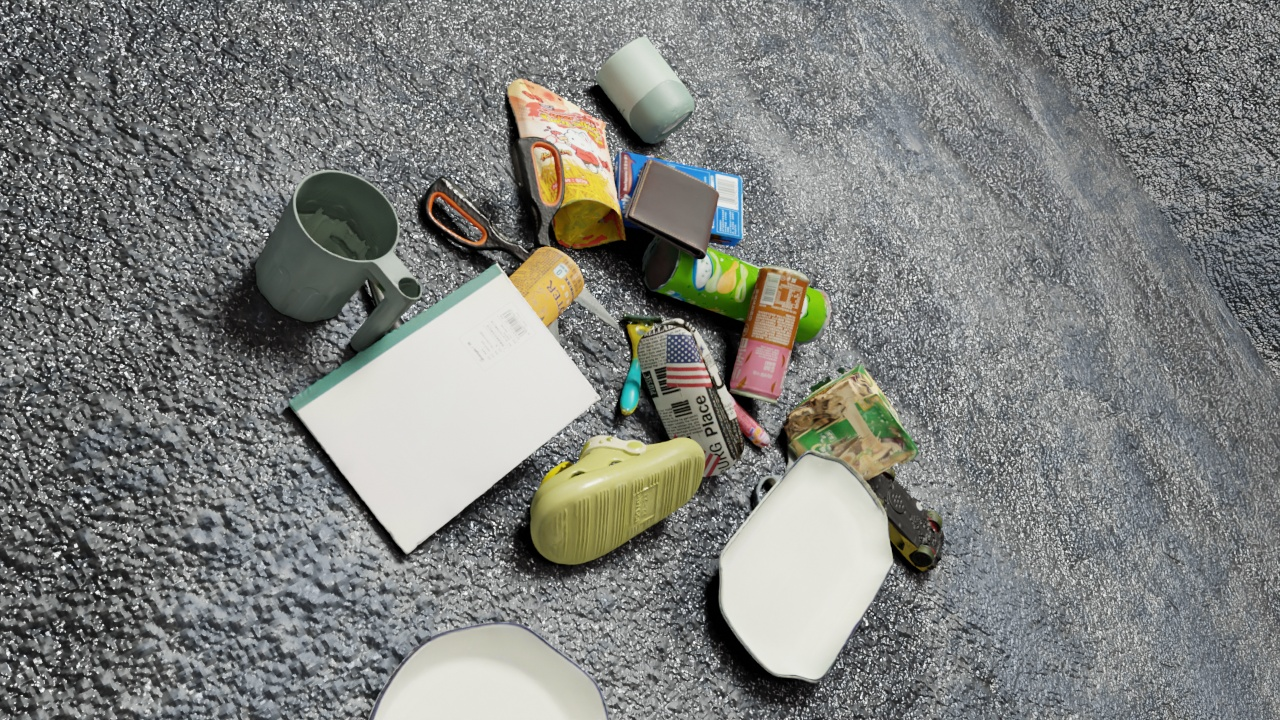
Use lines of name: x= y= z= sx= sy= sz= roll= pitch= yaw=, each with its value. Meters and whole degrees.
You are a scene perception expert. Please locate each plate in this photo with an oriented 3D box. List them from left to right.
plate: x=-0.107 y=0.293 z=0.653 sx=0.204 sy=0.046 sz=0.204 roll=22 pitch=50 yaw=-29
plate: x=0.166 y=0.206 z=0.938 sx=0.162 sy=0.034 sz=0.264 roll=51 pitch=49 yaw=-3

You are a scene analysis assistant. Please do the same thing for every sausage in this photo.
sausage: x=0.091 y=0.043 z=1.008 sx=0.156 sy=0.020 sz=0.020 roll=47 pitch=43 yaw=-6

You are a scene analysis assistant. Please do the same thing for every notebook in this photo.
notebook: x=-0.153 y=0.033 z=0.750 sx=0.208 sy=0.012 sz=0.150 roll=-38 pitch=92 yaw=-25

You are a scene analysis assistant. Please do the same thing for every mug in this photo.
mug: x=-0.240 y=-0.073 z=0.734 sx=0.124 sy=0.104 sz=0.083 roll=51 pitch=42 yaw=-3
mug: x=0.010 y=-0.332 z=1.148 sx=0.106 sy=0.082 sz=0.111 roll=51 pitch=11 yaw=-1

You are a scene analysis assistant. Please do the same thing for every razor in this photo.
razor: x=-0.006 y=0.006 z=0.942 sx=0.043 sy=0.028 sz=0.132 roll=7 pitch=51 yaw=2

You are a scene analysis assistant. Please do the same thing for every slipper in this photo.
slipper: x=-0.027 y=0.114 z=0.825 sx=0.190 sy=0.092 sz=0.081 roll=-17 pitch=36 yaw=-36

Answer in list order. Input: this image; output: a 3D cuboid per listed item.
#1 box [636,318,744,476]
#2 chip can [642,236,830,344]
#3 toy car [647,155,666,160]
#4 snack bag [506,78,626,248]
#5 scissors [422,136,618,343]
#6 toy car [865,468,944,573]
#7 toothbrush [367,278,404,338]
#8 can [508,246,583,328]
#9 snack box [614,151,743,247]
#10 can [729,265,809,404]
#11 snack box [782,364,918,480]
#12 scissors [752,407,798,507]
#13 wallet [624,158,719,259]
box: x=0.049 y=0.041 z=0.915 sx=0.079 sy=0.074 sz=0.163 roll=-28 pitch=102 yaw=-41
chip can: x=0.115 y=-0.082 z=1.073 sx=0.235 sy=0.072 sz=0.072 roll=17 pitch=53 yaw=-32
toy car: x=0.046 y=-0.201 z=1.115 sx=0.122 sy=0.037 sz=0.056 roll=28 pitch=63 yaw=-12
snack bag: x=-0.077 y=-0.221 z=1.013 sx=0.128 sy=0.073 sz=0.207 roll=14 pitch=48 yaw=-34
scissors: x=-0.115 y=-0.114 z=0.901 sx=0.223 sy=0.022 sz=0.220 roll=9 pitch=83 yaw=-14
toy car: x=0.304 y=0.182 z=1.084 sx=0.156 sy=0.041 sz=0.071 roll=46 pitch=43 yaw=-10
toothbrush: x=-0.210 y=-0.021 z=0.784 sx=0.212 sy=0.027 sz=0.026 roll=63 pitch=-1 yaw=12
can: x=-0.114 y=-0.039 z=0.832 sx=0.058 sy=0.058 sz=0.145 roll=45 pitch=58 yaw=-9
snack box: x=0.044 y=-0.188 z=1.073 sx=0.157 sy=0.026 sz=0.084 roll=8 pitch=69 yaw=-19
can: x=0.143 y=-0.029 z=1.019 sx=0.057 sy=0.058 sz=0.147 roll=15 pitch=90 yaw=-34
snack box: x=0.242 y=0.071 z=1.053 sx=0.117 sy=0.118 sz=0.105 roll=54 pitch=26 yaw=-5
scissors: x=0.170 y=0.128 z=1.025 sx=0.171 sy=0.014 sz=0.159 roll=-6 pitch=67 yaw=-44
wallet: x=0.038 y=-0.170 z=1.012 sx=0.096 sy=0.020 sz=0.122 roll=24 pitch=42 yaw=-8
